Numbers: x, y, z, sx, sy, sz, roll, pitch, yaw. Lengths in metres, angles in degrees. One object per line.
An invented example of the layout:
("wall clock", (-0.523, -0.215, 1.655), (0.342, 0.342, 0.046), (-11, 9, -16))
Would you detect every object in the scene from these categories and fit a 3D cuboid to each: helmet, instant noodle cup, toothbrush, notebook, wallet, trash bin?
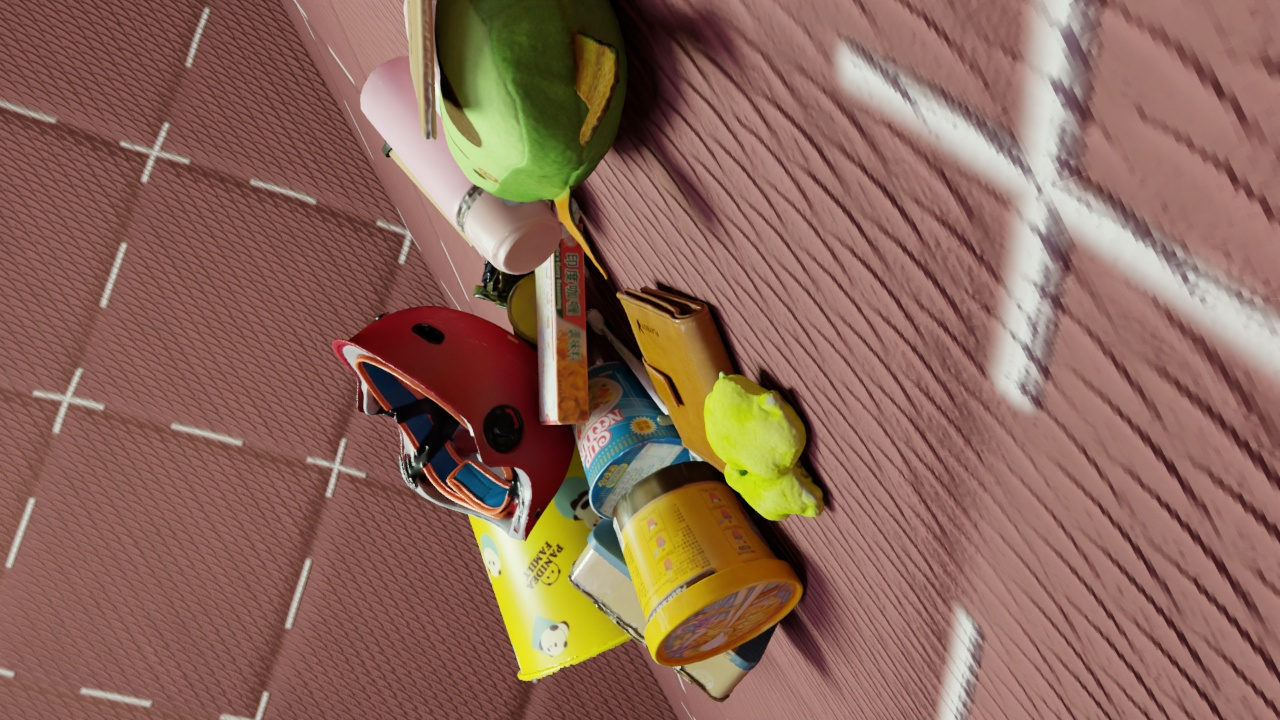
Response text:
("helmet", (-0.153, 0.034, 0.833), (0.207, 0.143, 0.240), (11, 138, 44))
("instant noodle cup", (0.041, 0.147, 0.681), (0.119, 0.118, 0.114), (78, 166, -55))
("instant noodle cup", (-0.014, 0.062, 0.769), (0.099, 0.099, 0.110), (74, 169, -47))
("toothbrush", (-0.005, 0.004, 0.764), (0.180, 0.016, 0.016), (48, 170, 48))
("notebook", (-0.106, -0.226, 0.429), (0.147, 0.008, 0.208), (-117, 28, -57))
("wallet", (0.034, 0.014, 0.601), (0.119, 0.035, 0.131), (23, 141, 61))
("trash bin", (-0.078, 0.182, 1.016), (0.230, 0.229, 0.255), (124, 122, -77))

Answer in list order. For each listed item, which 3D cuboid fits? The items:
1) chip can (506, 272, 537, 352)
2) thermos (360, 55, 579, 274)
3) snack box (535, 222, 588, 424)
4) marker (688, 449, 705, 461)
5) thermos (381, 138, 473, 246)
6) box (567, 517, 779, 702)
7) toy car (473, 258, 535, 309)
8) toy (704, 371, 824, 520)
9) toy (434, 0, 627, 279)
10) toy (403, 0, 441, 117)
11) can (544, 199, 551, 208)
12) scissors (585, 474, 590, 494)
("chip can", (-0.094, -0.018, 0.944), (0.072, 0.072, 0.222), (58, 167, 13))
("thermos", (-0.129, -0.153, 0.703), (0.198, 0.087, 0.067), (48, 149, 23))
("snack box", (-0.065, -0.026, 0.737), (0.077, 0.027, 0.155), (167, 102, -73))
("marker", (0.049, 0.085, 0.726), (0.017, 0.017, 0.146), (52, 165, 36))
("thermos", (-0.184, -0.188, 0.904), (0.143, 0.093, 0.093), (54, 170, -12))
("box", (0.023, 0.192, 0.765), (0.184, 0.061, 0.089), (38, -151, 6))
("toy car", (-0.128, -0.087, 0.914), (0.158, 0.042, 0.070), (33, -108, -87))
("toy", (0.067, 0.051, 0.525), (0.100, 0.031, 0.097), (53, 151, -7))
("toy", (-0.060, -0.147, 0.472), (0.247, 0.090, 0.227), (150, 100, -74))
("toy", (-0.132, -0.225, 0.636), (0.121, 0.054, 0.159), (-14, -99, -80))
("can", (-0.121, -0.147, 0.798), (0.083, 0.057, 0.102), (57, 167, 7))
("scissors", (-0.020, 0.107, 0.907), (0.143, 0.019, 0.180), (16, -147, -36))
